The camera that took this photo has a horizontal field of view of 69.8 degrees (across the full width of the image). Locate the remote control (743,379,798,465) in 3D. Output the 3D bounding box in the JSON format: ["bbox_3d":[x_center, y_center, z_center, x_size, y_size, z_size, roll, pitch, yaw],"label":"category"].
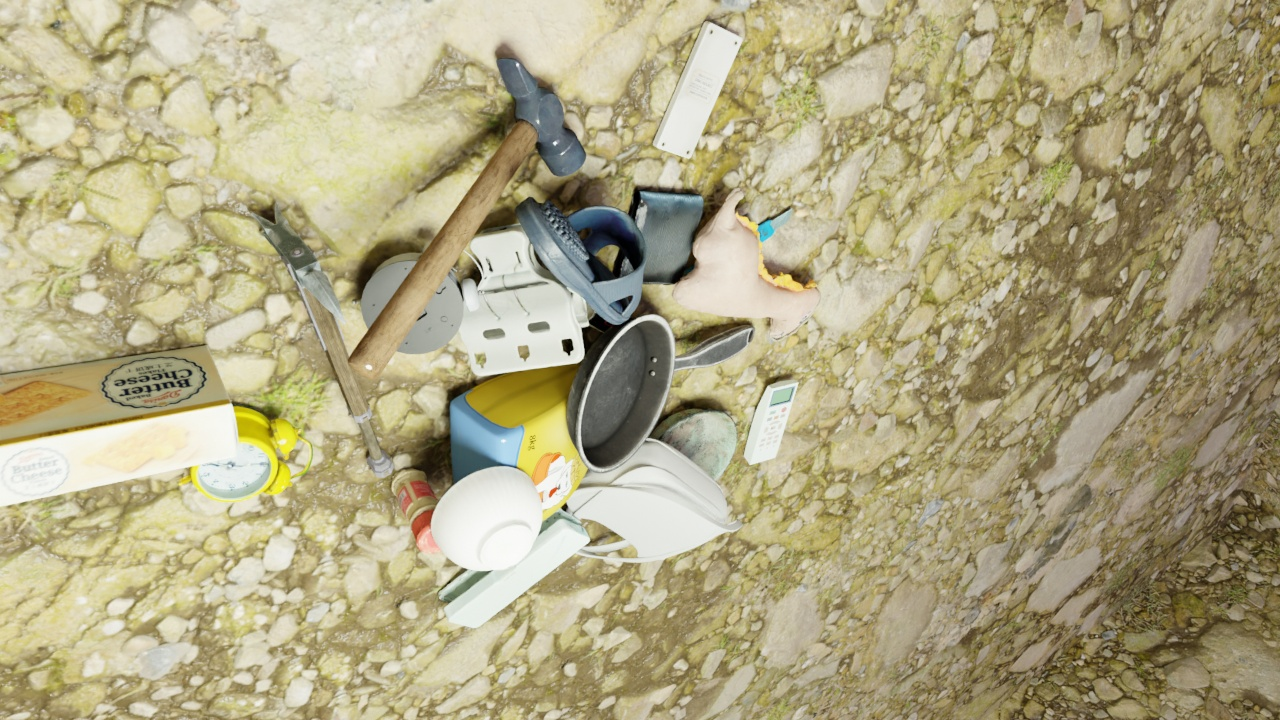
[{"bbox_3d":[0.185,0.088,1.326,0.049,0.024,0.144,-11,129,-31],"label":"remote control"}]

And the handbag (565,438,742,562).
[{"bbox_3d":[-0.005,0.211,1.187,0.223,0.095,0.215,-35,122,29],"label":"handbag"}]

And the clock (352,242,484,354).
[{"bbox_3d":[-0.208,-0.062,0.879,0.123,0.035,0.094,-33,115,7],"label":"clock"}]

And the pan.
[{"bbox_3d":[0.031,0.010,1.089,0.355,0.055,0.188,-29,134,-50],"label":"pan"}]

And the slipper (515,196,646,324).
[{"bbox_3d":[-0.037,-0.106,0.895,0.082,0.101,0.263,-32,165,8],"label":"slipper"}]

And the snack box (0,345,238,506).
[{"bbox_3d":[-0.452,0.051,0.753,0.207,0.104,0.058,-11,127,-31],"label":"snack box"}]

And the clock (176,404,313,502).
[{"bbox_3d":[-0.374,0.089,0.874,0.118,0.057,0.083,4,118,-32],"label":"clock"}]

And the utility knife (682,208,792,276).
[{"bbox_3d":[0.116,-0.136,1.118,0.178,0.015,0.031,-35,140,-14],"label":"utility knife"}]

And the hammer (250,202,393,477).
[{"bbox_3d":[-0.277,0.017,0.867,0.028,0.147,0.317,-30,145,-23],"label":"hammer"}]

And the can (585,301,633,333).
[{"bbox_3d":[-0.036,-0.045,1.054,0.080,0.031,0.031,26,103,-45],"label":"can"}]

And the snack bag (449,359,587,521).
[{"bbox_3d":[-0.110,0.087,1.056,0.204,0.102,0.159,-27,135,-39],"label":"snack bag"}]

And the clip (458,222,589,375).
[{"bbox_3d":[-0.122,-0.066,0.931,0.126,0.096,0.152,-9,93,13],"label":"clip"}]

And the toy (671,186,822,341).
[{"bbox_3d":[0.152,-0.105,1.110,0.263,0.065,0.197,2,129,-42],"label":"toy"}]

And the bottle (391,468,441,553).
[{"bbox_3d":[-0.237,0.161,0.995,0.044,0.109,0.044,-17,127,-23],"label":"bottle"}]

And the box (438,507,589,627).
[{"bbox_3d":[-0.156,0.262,1.151,0.199,0.066,0.083,-40,121,10],"label":"box"}]

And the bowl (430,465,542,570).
[{"bbox_3d":[-0.149,0.173,0.943,0.118,0.062,0.118,-18,129,-24],"label":"bowl"}]

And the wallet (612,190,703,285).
[{"bbox_3d":[0.019,-0.136,1.034,0.089,0.026,0.115,-4,123,-34],"label":"wallet"}]

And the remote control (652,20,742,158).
[{"bbox_3d":[0.059,-0.283,0.967,0.050,0.011,0.136,8,115,-40],"label":"remote control"}]

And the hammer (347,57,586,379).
[{"bbox_3d":[-0.158,-0.120,0.809,0.321,0.040,0.129,-61,143,-23],"label":"hammer"}]

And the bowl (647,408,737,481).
[{"bbox_3d":[0.058,0.124,1.245,0.157,0.038,0.158,-20,131,-25],"label":"bowl"}]
